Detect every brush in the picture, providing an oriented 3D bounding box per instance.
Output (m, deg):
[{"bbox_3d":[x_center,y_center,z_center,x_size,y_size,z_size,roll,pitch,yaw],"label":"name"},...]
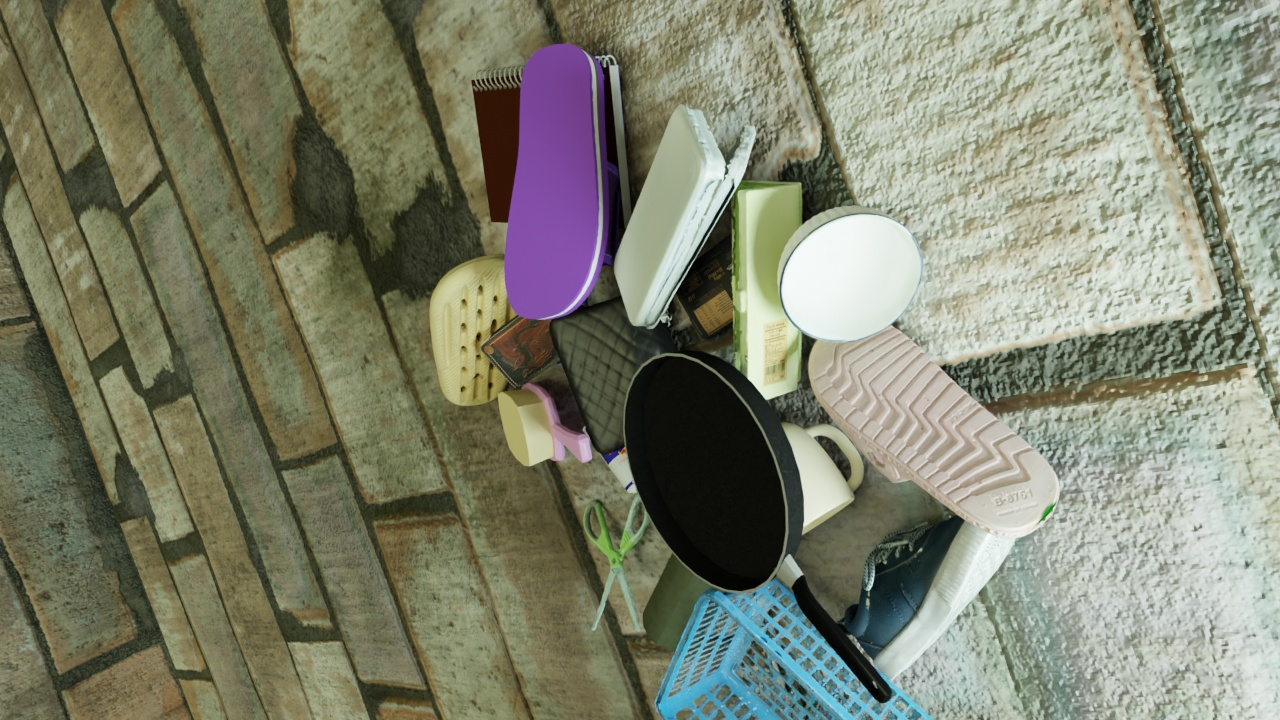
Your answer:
[{"bbox_3d":[-0.111,0.081,1.035,0.229,0.043,0.089,-162,60,-67],"label":"brush"}]

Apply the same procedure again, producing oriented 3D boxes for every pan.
[{"bbox_3d":[0.098,0.142,0.798,0.356,0.034,0.226,49,141,31],"label":"pan"}]

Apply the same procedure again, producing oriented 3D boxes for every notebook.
[{"bbox_3d":[-0.100,-0.232,0.993,0.209,0.022,0.172,10,113,39],"label":"notebook"}]

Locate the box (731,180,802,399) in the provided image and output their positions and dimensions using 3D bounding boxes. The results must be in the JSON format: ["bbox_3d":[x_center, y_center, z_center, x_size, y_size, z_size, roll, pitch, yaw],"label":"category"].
[{"bbox_3d":[0.100,-0.065,0.821,0.083,0.091,0.188,20,115,53],"label":"box"}]

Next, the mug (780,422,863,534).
[{"bbox_3d":[0.142,0.104,0.855,0.120,0.096,0.099,-34,72,5],"label":"mug"}]

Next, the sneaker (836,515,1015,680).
[{"bbox_3d":[0.243,0.185,0.798,0.087,0.089,0.236,44,134,28],"label":"sneaker"}]

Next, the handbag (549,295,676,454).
[{"bbox_3d":[-0.006,0.006,0.969,0.125,0.114,0.153,-20,88,21],"label":"handbag"}]

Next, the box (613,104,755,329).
[{"bbox_3d":[0.020,-0.123,0.821,0.083,0.122,0.216,28,131,-3],"label":"box"}]

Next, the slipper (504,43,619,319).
[{"bbox_3d":[-0.066,-0.173,0.927,0.107,0.084,0.266,3,91,29],"label":"slipper"}]

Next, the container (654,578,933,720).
[{"bbox_3d":[0.190,0.386,0.888,0.362,0.089,0.258,40,139,25],"label":"container"}]

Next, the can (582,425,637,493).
[{"bbox_3d":[-0.026,0.106,1.042,0.095,0.032,0.032,52,132,14],"label":"can"}]

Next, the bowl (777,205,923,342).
[{"bbox_3d":[0.168,-0.080,0.765,0.062,0.118,0.118,-100,22,-56],"label":"bowl"}]

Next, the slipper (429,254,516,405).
[{"bbox_3d":[-0.198,-0.044,1.083,0.262,0.111,0.079,106,147,-50],"label":"slipper"}]

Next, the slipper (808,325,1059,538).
[{"bbox_3d":[0.229,0.058,0.751,0.239,0.094,0.064,46,170,36],"label":"slipper"}]

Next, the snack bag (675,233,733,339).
[{"bbox_3d":[0.094,-0.082,0.875,0.156,0.018,0.074,-34,81,44],"label":"snack bag"}]

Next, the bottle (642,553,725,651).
[{"bbox_3d":[0.065,0.221,0.976,0.071,0.071,0.207,40,128,25],"label":"bottle"}]

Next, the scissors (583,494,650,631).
[{"bbox_3d":[-0.025,0.228,1.057,0.160,0.024,0.171,-41,55,24],"label":"scissors"}]

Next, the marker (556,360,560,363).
[{"bbox_3d":[-0.116,-0.061,1.068,0.027,0.023,0.133,-30,84,22],"label":"marker"}]

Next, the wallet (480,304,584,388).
[{"bbox_3d":[-0.114,-0.026,1.035,0.123,0.019,0.072,-34,106,20],"label":"wallet"}]
